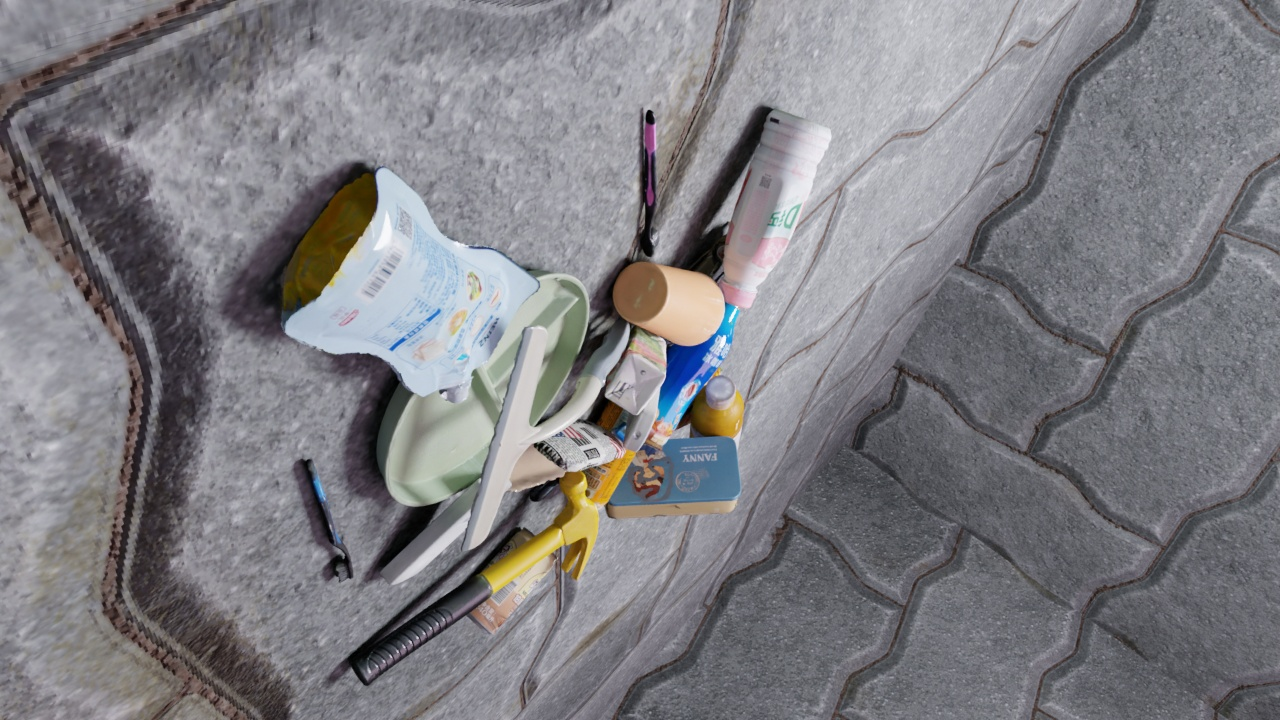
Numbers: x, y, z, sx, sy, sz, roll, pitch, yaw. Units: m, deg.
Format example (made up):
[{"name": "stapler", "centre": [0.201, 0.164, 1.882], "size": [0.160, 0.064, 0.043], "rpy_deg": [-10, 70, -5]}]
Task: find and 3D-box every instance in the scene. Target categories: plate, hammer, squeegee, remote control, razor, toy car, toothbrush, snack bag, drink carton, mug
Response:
[{"name": "plate", "centre": [-0.125, 0.021, 0.748], "size": [0.229, 0.027, 0.231], "rpy_deg": [-45, 160, -22]}, {"name": "hammer", "centre": [-0.164, 0.238, 0.967], "size": [0.300, 0.033, 0.129], "rpy_deg": [-31, 130, -28]}, {"name": "squeegee", "centre": [-0.054, 0.023, 0.802], "size": [0.245, 0.039, 0.247], "rpy_deg": [-49, 164, -53]}, {"name": "remote control", "centre": [0.007, 0.035, 0.994], "size": [0.149, 0.021, 0.058], "rpy_deg": [-80, -167, -55]}, {"name": "razor", "centre": [-0.066, 0.113, 1.021], "size": [0.143, 0.022, 0.042], "rpy_deg": [-36, 137, 8]}, {"name": "toy car", "centre": [0.069, -0.081, 1.006], "size": [0.158, 0.042, 0.070], "rpy_deg": [-50, 162, -5]}, {"name": "toothbrush", "centre": [-0.237, 0.126, 0.695], "size": [0.016, 0.014, 0.190], "rpy_deg": [-18, 148, -20]}, {"name": "remote control", "centre": [-0.176, 0.152, 0.830], "size": [0.135, 0.019, 0.056], "rpy_deg": [-43, 170, 12]}, {"name": "snack bag", "centre": [-0.135, -0.037, 0.572], "size": [0.110, 0.039, 0.191], "rpy_deg": [-65, 156, -6]}, {"name": "drink carton", "centre": [-0.005, 0.005, 0.915], "size": [0.054, 0.045, 0.122], "rpy_deg": [-56, -171, 15]}, {"name": "mug", "centre": [0.025, -0.059, 0.901], "size": [0.078, 0.078, 0.122], "rpy_deg": [-57, 156, 11]}, {"name": "toothbrush", "centre": [0.010, -0.148, 0.789], "size": [0.017, 0.014, 0.189], "rpy_deg": [-56, 164, -25]}]

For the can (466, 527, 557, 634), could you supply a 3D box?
[{"name": "can", "centre": [-0.153, 0.253, 1.053], "size": [0.116, 0.058, 0.058], "rpy_deg": [-48, 161, -17]}]

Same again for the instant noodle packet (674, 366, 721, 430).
[{"name": "instant noodle packet", "centre": [0.051, 0.056, 1.215], "size": [0.111, 0.044, 0.128], "rpy_deg": [-56, 162, 23]}]

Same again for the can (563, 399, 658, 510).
[{"name": "can", "centre": [-0.036, 0.103, 1.066], "size": [0.058, 0.058, 0.146], "rpy_deg": [-17, 140, -61]}]

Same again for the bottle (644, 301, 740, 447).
[{"name": "bottle", "centre": [0.060, 0.001, 1.100], "size": [0.219, 0.065, 0.065], "rpy_deg": [-56, 162, 7]}]

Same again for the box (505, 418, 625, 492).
[{"name": "box", "centre": [-0.074, 0.097, 0.919], "size": [0.162, 0.086, 0.075], "rpy_deg": [5, 98, -69]}]

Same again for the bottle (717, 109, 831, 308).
[{"name": "bottle", "centre": [0.127, -0.150, 0.933], "size": [0.068, 0.068, 0.197], "rpy_deg": [-13, 127, -63]}]

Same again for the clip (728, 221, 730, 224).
[{"name": "clip", "centre": [0.137, -0.166, 1.041], "size": [0.100, 0.035, 0.072], "rpy_deg": [0, 126, -57]}]

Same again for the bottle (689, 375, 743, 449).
[{"name": "bottle", "centre": [0.099, 0.078, 1.191], "size": [0.067, 0.068, 0.190], "rpy_deg": [-46, 160, -21]}]

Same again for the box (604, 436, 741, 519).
[{"name": "box", "centre": [0.044, 0.147, 1.150], "size": [0.184, 0.089, 0.062], "rpy_deg": [-6, 150, 0]}]
